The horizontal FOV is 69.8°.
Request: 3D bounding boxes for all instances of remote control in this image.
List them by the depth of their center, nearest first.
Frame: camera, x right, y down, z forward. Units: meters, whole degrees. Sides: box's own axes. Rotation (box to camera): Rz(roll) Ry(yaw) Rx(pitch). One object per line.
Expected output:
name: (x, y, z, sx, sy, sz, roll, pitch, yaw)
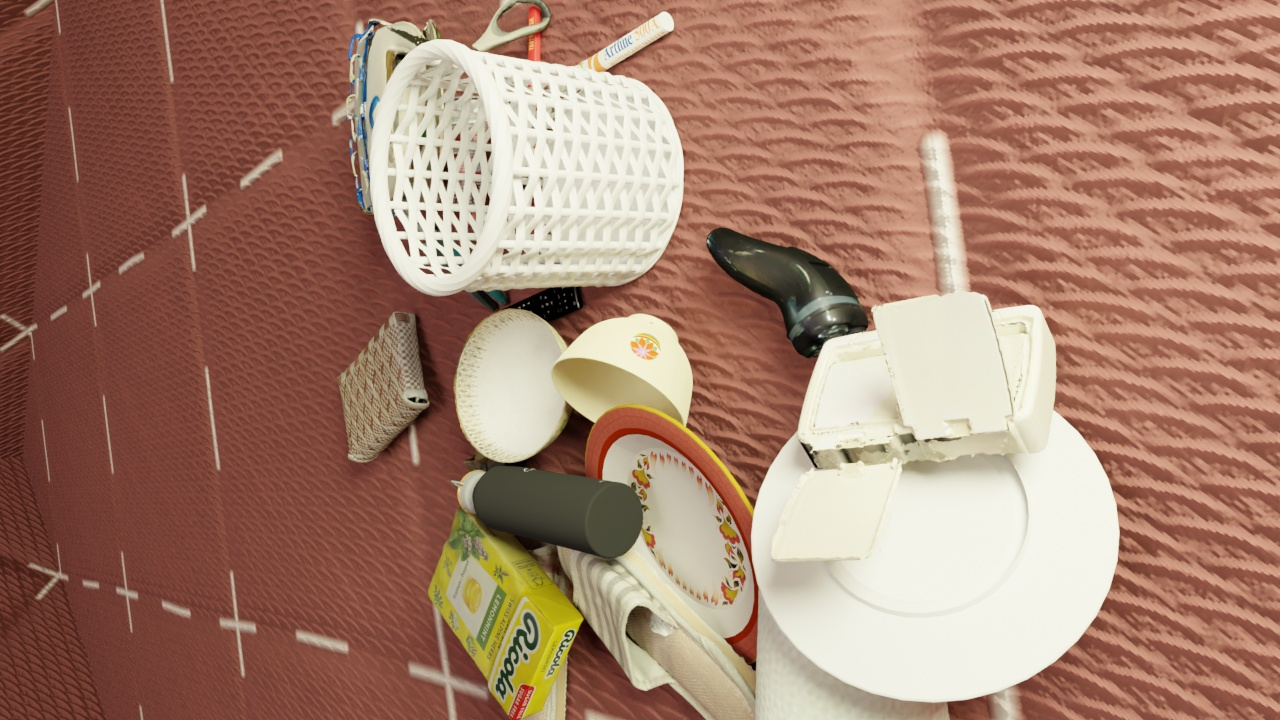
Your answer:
remote control: (-0.104, -0.049, 0.906, 0.140, 0.009, 0.030, -18, 82, 46)

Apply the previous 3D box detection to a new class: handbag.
handbag: (-0.246, -0.248, 0.935, 0.200, 0.092, 0.200, 171, 94, -65)
handbag: (-0.310, 0.036, 1.109, 0.186, 0.047, 0.124, -37, 60, 42)

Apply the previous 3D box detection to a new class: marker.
marker: (-0.028, -0.263, 0.795, 0.146, 0.017, 0.017, -13, 85, 46)

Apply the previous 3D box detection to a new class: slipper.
slipper: (0.010, 0.231, 0.772, 0.273, 0.053, 0.115, 35, 141, 37)
slipper: (-0.112, 0.260, 0.922, 0.115, 0.052, 0.263, 12, 104, 46)

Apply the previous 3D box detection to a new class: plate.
plate: (0.163, 0.092, 0.540, 0.209, 0.015, 0.208, -15, 50, 19)
plate: (0.033, 0.139, 0.745, 0.230, 0.021, 0.230, 33, 135, 39)

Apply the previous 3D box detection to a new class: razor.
razor: (0.099, -0.052, 0.661, 0.140, 0.053, 0.064, 38, 113, 39)

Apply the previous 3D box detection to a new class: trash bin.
trash bin: (0.136, 0.201, 0.604, 0.134, 0.133, 0.161, -6, 85, 47)

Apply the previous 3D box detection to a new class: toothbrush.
toothbrush: (-0.106, -0.230, 0.881, 0.012, 0.017, 0.212, 9, 101, 46)

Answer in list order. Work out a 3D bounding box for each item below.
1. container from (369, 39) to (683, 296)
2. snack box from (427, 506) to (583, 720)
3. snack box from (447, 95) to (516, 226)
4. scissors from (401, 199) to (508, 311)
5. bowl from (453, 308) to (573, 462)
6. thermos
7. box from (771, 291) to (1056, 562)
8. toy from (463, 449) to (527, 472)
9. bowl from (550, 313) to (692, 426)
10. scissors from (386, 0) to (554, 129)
container: (-0.093, -0.150, 0.754, 0.190, 0.186, 0.189, 7, 100, 46)
snack box: (-0.138, 0.233, 0.878, 0.181, 0.045, 0.121, 42, 119, 36)
snack box: (-0.155, -0.192, 0.899, 0.072, 0.072, 0.121, 9, 100, 46)
scissors: (-0.187, -0.107, 0.922, 0.139, 0.019, 0.136, 16, 140, 20)
bowl: (-0.104, 0.026, 0.868, 0.145, 0.063, 0.145, -4, 84, 37)
thermos: (-0.097, 0.128, 0.820, 0.232, 0.061, 0.061, 0, 95, 48)
box: (0.140, 0.024, 0.510, 0.144, 0.183, 0.099, -12, 129, 35)
toy: (-0.131, 0.085, 0.921, 0.100, 0.062, 0.076, -38, 45, 24)
bowl: (-0.004, 0.004, 0.754, 0.118, 0.118, 0.073, -7, 47, 47)
scissors: (-0.144, -0.277, 0.849, 0.157, 0.171, 0.012, -50, 12, -5)
